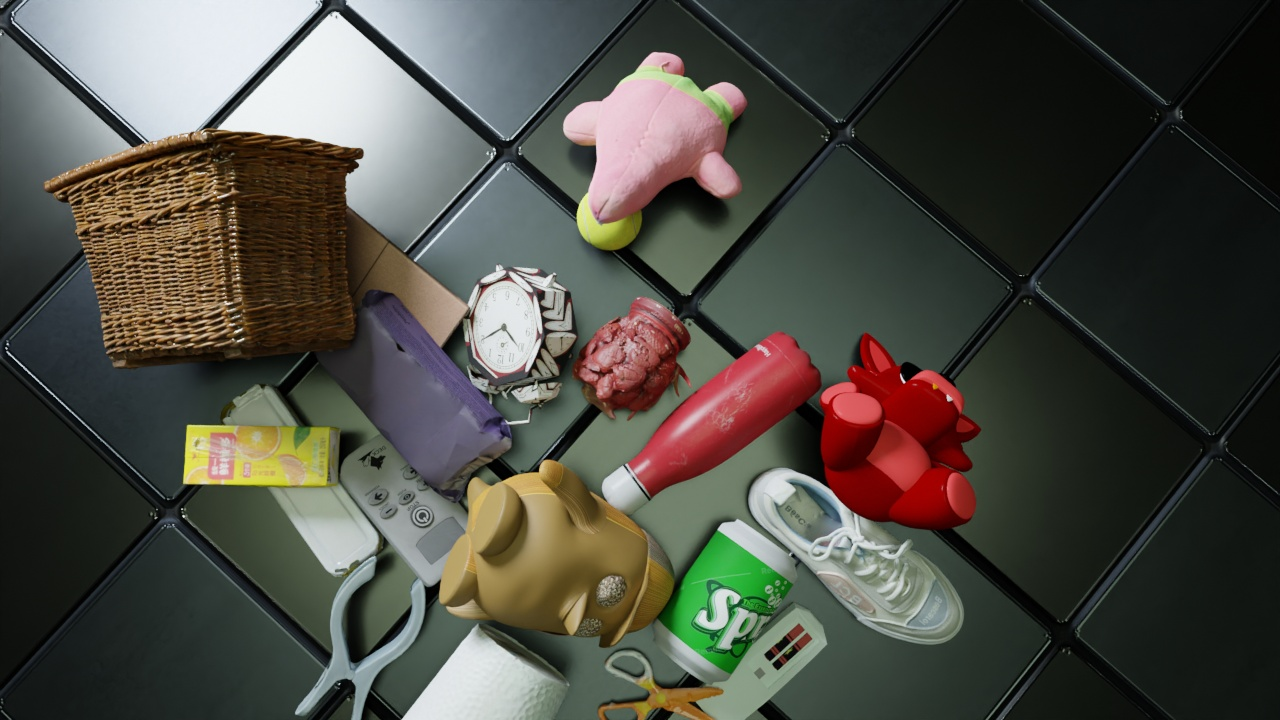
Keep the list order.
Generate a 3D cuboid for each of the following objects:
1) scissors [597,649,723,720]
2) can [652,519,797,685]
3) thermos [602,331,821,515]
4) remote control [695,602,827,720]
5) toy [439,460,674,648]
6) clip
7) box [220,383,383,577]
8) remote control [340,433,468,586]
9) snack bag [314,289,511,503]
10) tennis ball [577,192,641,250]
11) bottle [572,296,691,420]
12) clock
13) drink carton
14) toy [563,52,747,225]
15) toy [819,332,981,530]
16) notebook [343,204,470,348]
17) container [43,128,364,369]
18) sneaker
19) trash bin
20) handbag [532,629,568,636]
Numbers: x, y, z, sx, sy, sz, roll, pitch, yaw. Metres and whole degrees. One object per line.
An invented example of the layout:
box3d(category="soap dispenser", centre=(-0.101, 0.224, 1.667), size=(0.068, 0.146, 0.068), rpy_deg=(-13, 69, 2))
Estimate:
box3d(category="scissors", centre=(0.021, 0.318, 0.892), size=(0.133, 0.012, 0.096), rpy_deg=(-9, 82, 6))
box3d(category="can", centre=(0.080, 0.228, 0.872), size=(0.088, 0.088, 0.139), rpy_deg=(36, 84, 3))
box3d(category="thermos", centre=(0.065, 0.067, 0.898), size=(0.240, 0.073, 0.073), rpy_deg=(-37, 85, -4))
box3d(category="remote control", centre=(0.119, 0.300, 0.896), size=(0.143, 0.024, 0.049), rpy_deg=(-41, 86, -4))
box3d(category="toy", centre=(-0.064, 0.192, 0.840), size=(0.203, 0.162, 0.199), rpy_deg=(24, 117, -21))
box3d(category="clip", centre=(-0.247, 0.283, 0.889), size=(0.127, 0.028, 0.167), rpy_deg=(23, 88, -16))
box3d(category="box", centre=(-0.336, 0.118, 0.908), size=(0.064, 0.033, 0.209), rpy_deg=(-37, 86, -7))
box3d(category="remote control", centre=(-0.225, 0.141, 0.898), size=(0.074, 0.019, 0.151), rpy_deg=(-38, 85, -30))
box3d(category="snack bag", centre=(-0.220, 0.035, 0.881), size=(0.096, 0.058, 0.205), rpy_deg=(-43, 88, 16))
box3d(category="tennis ball", centre=(-0.031, -0.144, 0.924), size=(0.065, 0.065, 0.065), rpy_deg=(0, 83, -1))
box3d(category="bottle", centre=(-0.005, 0.005, 0.900), size=(0.099, 0.099, 0.111), rpy_deg=(39, 74, 4))
box3d(category="clock", centre=(-0.115, -0.013, 0.896), size=(0.115, 0.065, 0.155), rpy_deg=(13, 100, 38))
box3d(category="drink carton", centre=(-0.360, 0.091, 0.874), size=(0.134, 0.043, 0.058), rpy_deg=(1, 83, -2))
box3d(category="toy", centre=(0.012, -0.209, 0.900), size=(0.192, 0.097, 0.236), rpy_deg=(25, 54, 8))
box3d(category="toy", centre=(0.247, 0.063, 0.860), size=(0.158, 0.121, 0.196), rpy_deg=(39, 42, 5))
box3d(category="notebook", centre=(-0.288, -0.065, 0.914), size=(0.209, 0.008, 0.141), rpy_deg=(39, 106, 4))
box3d(category="container", centre=(-0.381, -0.091, 0.829), size=(0.250, 0.162, 0.183), rpy_deg=(-5, 93, 32))
box3d(category="sneaker", centre=(0.210, 0.191, 0.877), size=(0.242, 0.091, 0.089), rpy_deg=(38, 83, 3))
box3d(category="trash bin", centre=(-0.152, 0.339, 0.840), size=(0.133, 0.133, 0.161), rpy_deg=(33, 79, 3))
box3d(category="handbag", centre=(-0.120, 0.237, 0.902), size=(0.119, 0.029, 0.055), rpy_deg=(33, 82, -2))
